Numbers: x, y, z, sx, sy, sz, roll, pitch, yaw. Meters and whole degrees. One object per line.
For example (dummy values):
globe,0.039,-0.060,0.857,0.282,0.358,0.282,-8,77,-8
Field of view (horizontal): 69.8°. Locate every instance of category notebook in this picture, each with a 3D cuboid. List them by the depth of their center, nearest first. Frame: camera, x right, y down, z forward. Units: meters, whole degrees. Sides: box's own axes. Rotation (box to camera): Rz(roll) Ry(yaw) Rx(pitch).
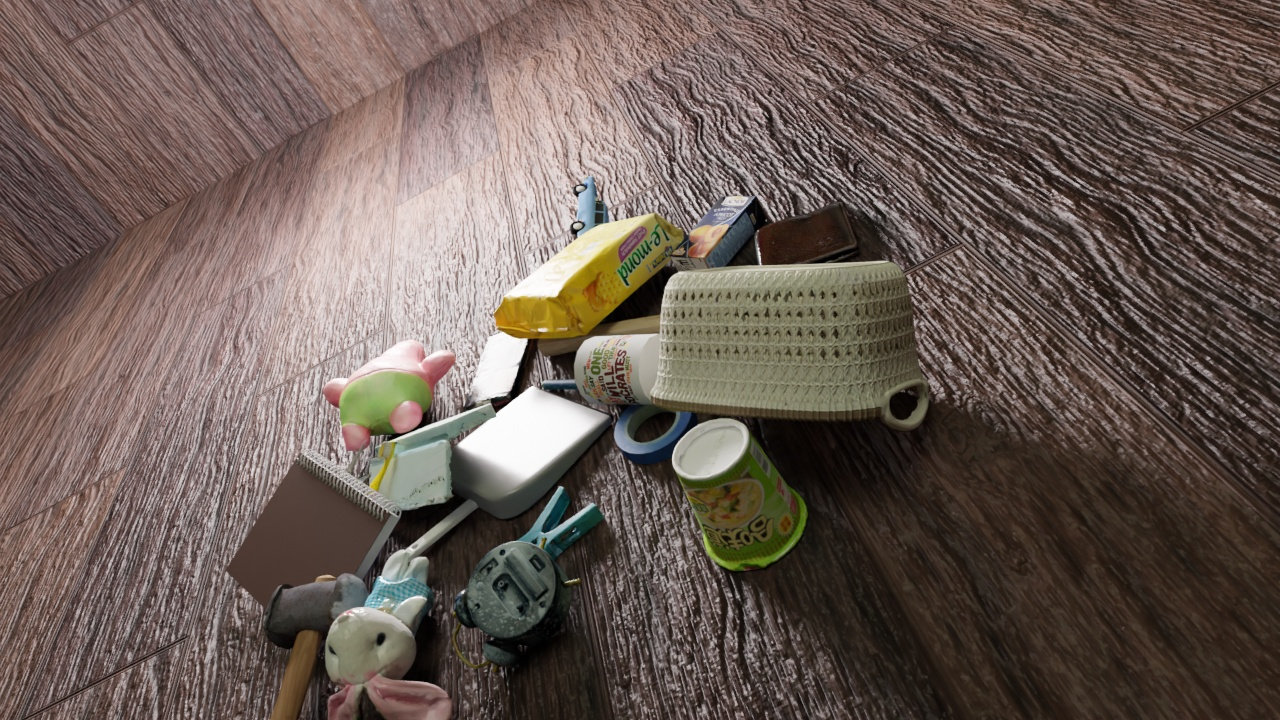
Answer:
notebook,-0.374,0.205,1.040,0.209,0.022,0.171,19,75,41

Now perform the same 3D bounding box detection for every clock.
clock,-0.119,0.224,0.836,0.129,0.052,0.090,-42,56,-7

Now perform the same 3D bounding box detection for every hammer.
hammer,-0.333,0.349,0.843,0.098,0.052,0.327,-13,46,18
hammer,0.008,-0.040,1.103,0.324,0.051,0.117,-8,37,35

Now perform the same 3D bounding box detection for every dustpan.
dustpan,-0.167,0.130,1.034,0.257,0.033,0.163,-39,33,-27

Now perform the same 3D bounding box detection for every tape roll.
tape roll,0.016,0.070,0.979,0.091,0.016,0.092,-8,40,30

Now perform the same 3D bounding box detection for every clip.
clip,-0.087,0.186,0.905,0.126,0.028,0.113,-40,33,-15

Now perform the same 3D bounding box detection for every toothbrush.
toothbrush,-0.306,0.154,1.051,0.021,0.016,0.135,27,102,42

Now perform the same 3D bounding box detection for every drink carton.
drink carton,0.102,-0.160,1.188,0.064,0.040,0.129,11,51,44

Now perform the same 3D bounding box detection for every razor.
razor,-0.065,0.030,1.089,0.144,0.022,0.042,2,45,40

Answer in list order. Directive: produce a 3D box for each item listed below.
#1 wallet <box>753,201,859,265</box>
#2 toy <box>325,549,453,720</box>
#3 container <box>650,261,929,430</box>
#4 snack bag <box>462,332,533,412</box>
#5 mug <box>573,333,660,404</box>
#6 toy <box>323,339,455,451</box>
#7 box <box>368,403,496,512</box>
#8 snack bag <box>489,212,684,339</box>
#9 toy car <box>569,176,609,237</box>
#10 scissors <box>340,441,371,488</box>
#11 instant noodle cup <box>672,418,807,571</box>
wallet,0.196,-0.141,1.103,0.120,0.031,0.099,-19,39,16
toy,-0.240,0.254,0.864,0.131,0.106,0.205,-18,37,14
container,0.133,-0.016,0.844,0.247,0.143,0.184,2,9,38
snack bag,-0.184,0.009,1.209,0.075,0.018,0.154,-16,37,21
mug,-0.006,0.006,1.006,0.090,0.073,0.105,-1,16,38
toy,-0.331,0.030,1.233,0.192,0.097,0.236,-17,27,9
box,-0.245,0.114,1.055,0.198,0.075,0.125,-19,56,50
snack bag,-0.068,-0.110,1.188,0.160,0.068,0.246,1,36,48
toy car,-0.073,-0.208,1.354,0.055,0.056,0.153,-3,49,3
scissors,-0.388,0.196,1.100,0.202,0.015,0.203,-28,39,37
instant noodle cup,0.081,0.111,0.797,0.099,0.108,0.098,-21,34,15
